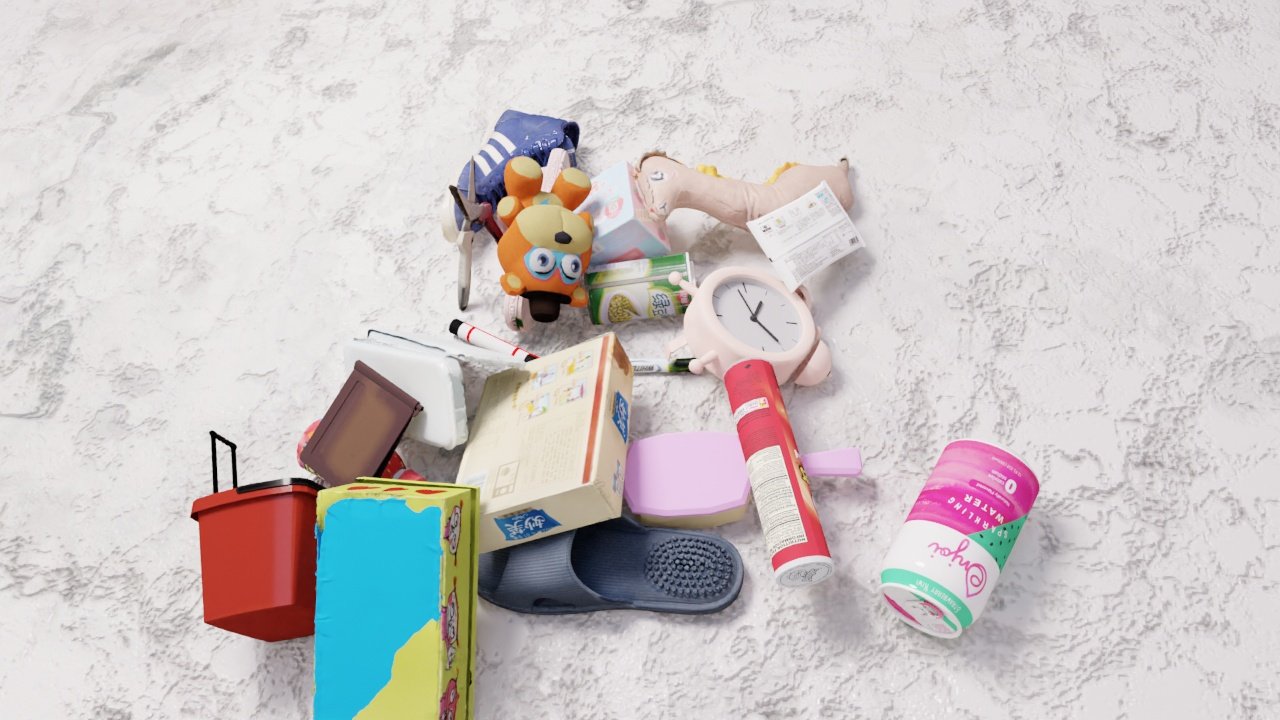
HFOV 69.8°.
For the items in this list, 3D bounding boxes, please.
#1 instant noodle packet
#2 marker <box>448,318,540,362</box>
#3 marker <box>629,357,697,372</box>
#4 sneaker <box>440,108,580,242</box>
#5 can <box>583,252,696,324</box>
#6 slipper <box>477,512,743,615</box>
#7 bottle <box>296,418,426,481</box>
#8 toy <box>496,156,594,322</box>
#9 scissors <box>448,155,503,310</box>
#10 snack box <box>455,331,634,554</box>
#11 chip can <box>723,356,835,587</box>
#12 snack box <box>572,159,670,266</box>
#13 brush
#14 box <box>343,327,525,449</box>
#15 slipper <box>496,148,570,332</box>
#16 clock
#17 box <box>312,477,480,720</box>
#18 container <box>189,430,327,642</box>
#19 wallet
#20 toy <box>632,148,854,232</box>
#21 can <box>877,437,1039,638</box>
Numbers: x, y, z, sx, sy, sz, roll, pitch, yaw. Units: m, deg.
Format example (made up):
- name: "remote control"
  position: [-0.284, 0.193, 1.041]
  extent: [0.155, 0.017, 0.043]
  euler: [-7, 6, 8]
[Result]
- name: "instant noodle packet"
  position: [0.182, -0.136, 0.993]
  extent: [0.134, 0.026, 0.087]
  euler: [-31, 88, -32]
- name: "marker"
  position: [-0.155, -0.013, 1.032]
  extent: [0.146, 0.019, 0.019]
  euler: [24, 62, 23]
- name: "marker"
  position: [-0.006, 0.006, 0.997]
  extent: [0.146, 0.017, 0.017]
  euler: [-1, 55, 9]
- name: "sneaker"
  position: [-0.148, -0.226, 1.143]
  extent: [0.118, 0.092, 0.232]
  euler: [8, 49, 11]
- name: "can"
  position: [0.002, -0.079, 1.024]
  extent: [0.121, 0.067, 0.067]
  euler: [-8, 54, 4]
- name: "slipper"
  position: [-0.038, 0.176, 0.844]
  extent: [0.264, 0.083, 0.101]
  euler: [2, 53, 10]
- name: "bottle"
  position: [-0.282, 0.109, 0.941]
  extent: [0.138, 0.062, 0.061]
  euler: [20, 61, 22]
- name: "toy"
  position: [-0.101, -0.126, 0.978]
  extent: [0.112, 0.096, 0.176]
  euler: [6, 84, -30]
- name: "scissors"
  position: [-0.188, -0.139, 1.042]
  extent: [0.015, 0.196, 0.179]
  euler: [23, 102, 13]
- name: "snack box"
  position: [-0.090, 0.076, 0.882]
  extent: [0.153, 0.055, 0.206]
  euler: [-18, 36, 19]
- name: "chip can"
  position: [0.122, 0.096, 0.836]
  extent: [0.052, 0.052, 0.214]
  euler: [-12, 54, 1]
- name: "snack box"
  position: [-0.028, -0.158, 1.058]
  extent: [0.093, 0.079, 0.094]
  euler: [-27, 51, 24]
- name: "brush"
  position: [0.097, 0.113, 0.888]
  extent: [0.229, 0.043, 0.089]
  euler: [-5, 55, 6]
- name: "box"
  position: [-0.224, 0.029, 0.953]
  extent: [0.211, 0.129, 0.106]
  euler: [13, 97, 50]
- name: "slipper"
  position: [-0.133, -0.143, 1.075]
  extent: [0.064, 0.094, 0.238]
  euler: [8, 63, 9]
- name: "clock"
  position: [0.112, -0.028, 0.963]
  extent: [0.160, 0.086, 0.131]
  euler: [0, 53, -15]
- name: "box"
  position: [-0.206, 0.214, 0.780]
  extent: [0.124, 0.082, 0.221]
  euler: [0, 88, 11]
- name: "container"
  position: [-0.343, 0.151, 0.869]
  extent: [0.127, 0.148, 0.200]
  euler: [-13, 63, 5]
- name: "wallet"
  position: [-0.275, 0.070, 0.902]
  extent: [0.091, 0.018, 0.115]
  euler: [32, 93, 22]
- name: "toy"
  position: [0.123, -0.202, 1.058]
  extent: [0.264, 0.065, 0.195]
  euler: [17, 53, -6]
- name: "can"
  position: [0.278, 0.152, 0.804]
  extent: [0.088, 0.088, 0.165]
  euler: [26, 63, 24]
